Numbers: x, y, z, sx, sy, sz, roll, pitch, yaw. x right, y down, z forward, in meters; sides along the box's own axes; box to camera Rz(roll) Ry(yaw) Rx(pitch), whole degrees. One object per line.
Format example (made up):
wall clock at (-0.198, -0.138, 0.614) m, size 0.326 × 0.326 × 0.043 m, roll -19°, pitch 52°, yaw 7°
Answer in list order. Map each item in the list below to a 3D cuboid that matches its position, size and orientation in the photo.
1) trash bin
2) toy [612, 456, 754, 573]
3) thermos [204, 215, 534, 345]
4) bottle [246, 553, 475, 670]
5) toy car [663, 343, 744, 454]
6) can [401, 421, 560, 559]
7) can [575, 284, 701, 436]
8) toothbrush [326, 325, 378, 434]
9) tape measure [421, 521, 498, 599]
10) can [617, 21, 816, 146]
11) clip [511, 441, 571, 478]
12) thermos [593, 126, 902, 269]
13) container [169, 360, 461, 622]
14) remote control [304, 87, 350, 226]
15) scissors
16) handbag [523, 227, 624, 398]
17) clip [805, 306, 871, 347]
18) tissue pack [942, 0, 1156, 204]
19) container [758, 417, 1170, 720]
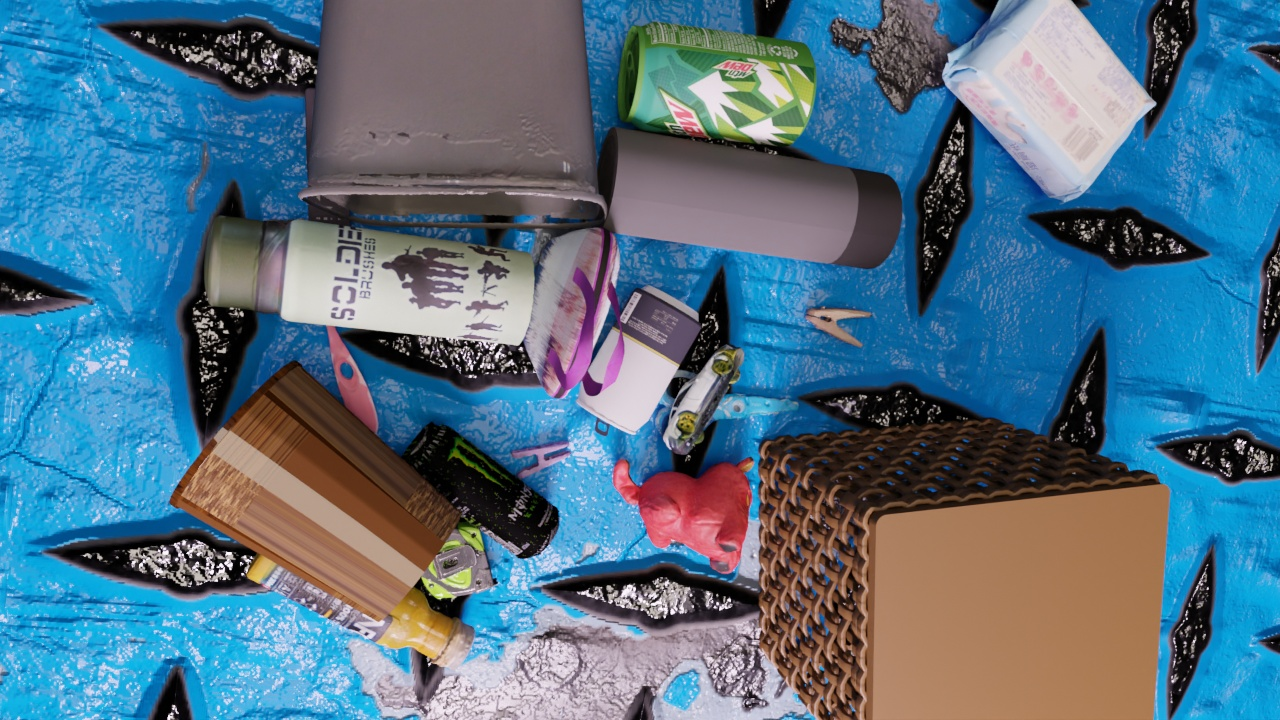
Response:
trash bin at (-0.121, -0.211, 0.637) m, size 0.197 × 0.197 × 0.220 m, roll 0°, pitch 93°, yaw -3°
toy at (0.039, 0.117, 0.806) m, size 0.133 × 0.088 × 0.093 m, roll 25°, pitch 59°, yaw 2°
thermos at (-0.201, -0.063, 0.692) m, size 0.231 × 0.082 × 0.082 m, roll 6°, pitch 98°, yaw -20°
bottle at (-0.223, 0.196, 0.750) m, size 0.186 × 0.053 × 0.053 m, roll 34°, pitch 90°, yaw -16°
toy car at (0.052, 0.031, 0.785) m, size 0.033 × 0.048 × 0.105 m, roll 31°, pitch 87°, yaw 21°
can at (-0.130, 0.108, 0.757) m, size 0.137 × 0.054 × 0.054 m, roll 40°, pitch 88°, yaw -15°
can at (-0.005, 0.004, 0.765) m, size 0.064 × 0.064 × 0.127 m, roll 29°, pitch 91°, yaw -16°
toothbrush at (-0.238, 0.000, 0.734) m, size 0.021 × 0.016 × 0.135 m, roll -19°, pitch 103°, yaw -10°
tape measure at (-0.157, 0.168, 0.770) m, size 0.058 × 0.036 × 0.065 m, roll -18°, pitch 103°, yaw -10°
can at (0.059, -0.220, 0.734) m, size 0.144 × 0.083 × 0.083 m, roll 3°, pitch 98°, yaw -14°
clip at (-0.086, 0.088, 0.788) m, size 0.052 × 0.014 × 0.041 m, roll 5°, pitch 98°, yaw -12°
thermos at (0.088, -0.131, 0.756) m, size 0.240 × 0.082 × 0.082 m, roll 6°, pitch 97°, yaw -14°
container at (-0.231, 0.103, 0.681) m, size 0.167 × 0.132 × 0.132 m, roll 39°, pitch 88°, yaw -9°
remote control at (-0.241, -0.139, 0.711) m, size 0.032 × 0.015 × 0.136 m, roll 0°, pitch 102°, yaw -14°
scissors at (0.078, 0.041, 0.820) m, size 0.134 × 0.015 × 0.066 m, roll 0°, pitch 96°, yaw -15°
handbag at (-0.044, -0.025, 0.692) m, size 0.068 × 0.170 × 0.145 m, roll 14°, pitch 107°, yaw -16°
clip at (0.177, -0.029, 0.826) m, size 0.060 × 0.024 × 0.039 m, roll 0°, pitch 96°, yaw -4°
tissue pack at (0.356, -0.241, 0.811) m, size 0.182 × 0.070 × 0.112 m, roll 41°, pitch 88°, yaw -14°
container at (0.257, 0.186, 0.780) m, size 0.251 × 0.214 × 0.219 m, roll -4°, pitch 100°, yaw -13°
